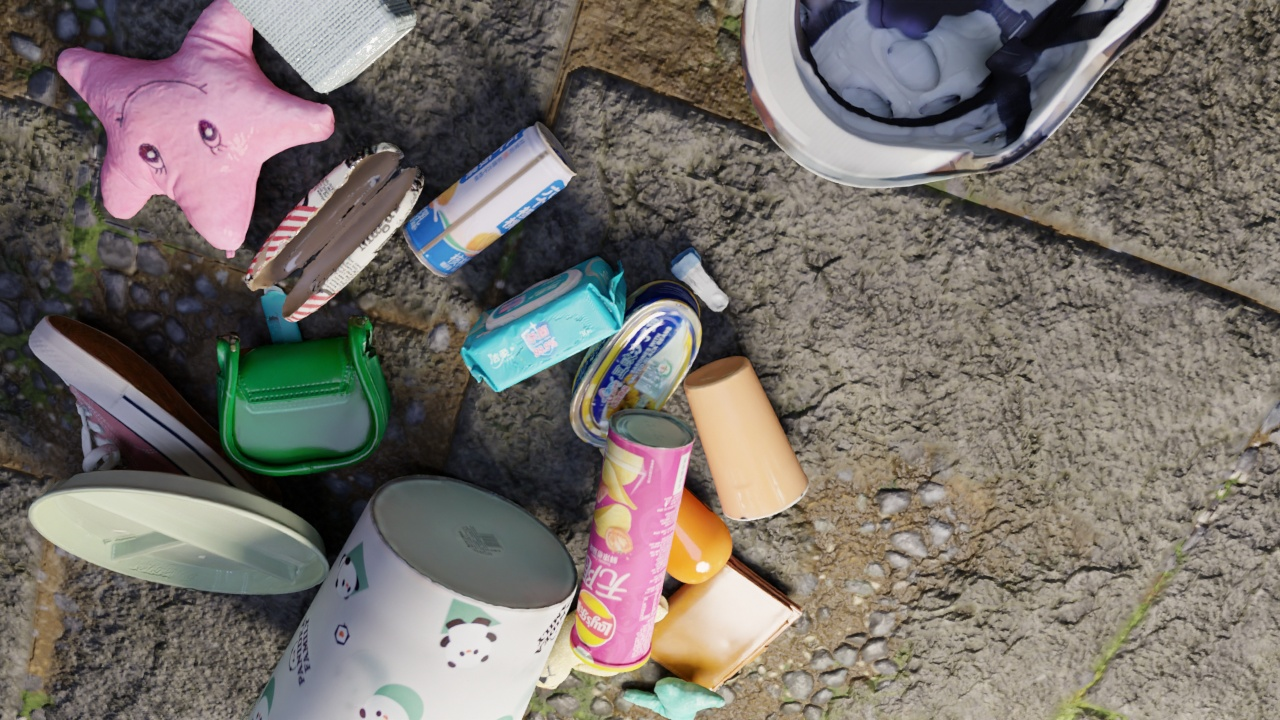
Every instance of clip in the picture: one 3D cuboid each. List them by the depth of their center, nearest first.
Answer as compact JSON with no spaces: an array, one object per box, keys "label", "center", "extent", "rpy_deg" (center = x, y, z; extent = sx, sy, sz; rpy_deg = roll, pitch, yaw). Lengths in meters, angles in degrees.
[{"label":"clip","center":[0.049,-0.064,0.750],"extent":[0.026,0.038,0.058],"rpy_deg":[-37,109,11]}]

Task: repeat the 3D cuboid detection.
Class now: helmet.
[{"label":"helmet","center":[0.190,-0.246,0.610],"extent":[0.229,0.145,0.259],"rpy_deg":[42,114,-13]}]

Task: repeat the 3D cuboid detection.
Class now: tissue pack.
[{"label":"tissue pack","center":[-0.070,-0.033,0.723],"extent":[0.133,0.093,0.050],"rpy_deg":[-26,107,10]}]

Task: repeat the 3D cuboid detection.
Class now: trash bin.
[{"label":"trash bin","center":[-0.188,0.251,0.775],"extent":[0.229,0.229,0.252],"rpy_deg":[24,105,-9]}]

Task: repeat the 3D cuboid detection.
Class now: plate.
[{"label":"plate","center":[-0.372,0.145,0.757],"extent":[0.230,0.027,0.231],"rpy_deg":[2,148,1]}]

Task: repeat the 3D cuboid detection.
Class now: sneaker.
[{"label":"sneaker","center":[-0.414,0.069,0.762],"extent":[0.087,0.118,0.241],"rpy_deg":[-43,112,-6]}]

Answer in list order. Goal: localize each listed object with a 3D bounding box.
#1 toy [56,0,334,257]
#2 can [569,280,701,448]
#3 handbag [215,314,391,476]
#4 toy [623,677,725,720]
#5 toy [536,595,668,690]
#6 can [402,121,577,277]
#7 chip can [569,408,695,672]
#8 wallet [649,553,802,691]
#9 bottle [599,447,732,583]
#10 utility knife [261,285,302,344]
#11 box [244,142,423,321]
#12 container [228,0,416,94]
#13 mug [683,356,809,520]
[{"label":"toy","center":[-0.321,-0.166,0.679],"extent":[0.195,0.074,0.178],"rpy_deg":[-13,102,7]},{"label":"can","center":[-0.005,0.004,0.761],"extent":[0.074,0.049,0.148],"rpy_deg":[32,109,-11]},{"label":"handbag","center":[-0.275,0.028,0.749],"extent":[0.131,0.068,0.120],"rpy_deg":[-8,109,-10]},{"label":"toy","center":[0.031,0.330,0.888],"extent":[0.096,0.030,0.092],"rpy_deg":[14,143,7]},{"label":"toy","center":[-0.046,0.252,0.850],"extent":[0.157,0.066,0.105],"rpy_deg":[-35,102,13]},{"label":"can","center":[-0.116,-0.124,0.708],"extent":[0.135,0.053,0.053],"rpy_deg":[-35,107,13]},{"label":"chip can","center":[-0.009,0.148,0.751],"extent":[0.071,0.071,0.211],"rpy_deg":[9,110,-4]},{"label":"wallet","center":[0.077,0.255,0.867],"extent":[0.119,0.035,0.131],"rpy_deg":[37,111,-15]},{"label":"bottle","center":[0.016,0.126,0.805],"extent":[0.067,0.066,0.149],"rpy_deg":[-38,99,14]},{"label":"utility knife","center":[-0.296,0.009,0.783],"extent":[0.029,0.013,0.158],"rpy_deg":[-8,111,-1]},{"label":"box","center":[-0.227,-0.093,0.716],"extent":[0.164,0.075,0.082],"rpy_deg":[-43,94,13]},{"label":"container","center":[-0.224,-0.257,0.639],"extent":[0.090,0.090,0.111],"rpy_deg":[-36,110,13]},{"label":"mug","center":[0.085,0.062,0.774],"extent":[0.078,0.078,0.123],"rpy_deg":[-20,105,8]}]
